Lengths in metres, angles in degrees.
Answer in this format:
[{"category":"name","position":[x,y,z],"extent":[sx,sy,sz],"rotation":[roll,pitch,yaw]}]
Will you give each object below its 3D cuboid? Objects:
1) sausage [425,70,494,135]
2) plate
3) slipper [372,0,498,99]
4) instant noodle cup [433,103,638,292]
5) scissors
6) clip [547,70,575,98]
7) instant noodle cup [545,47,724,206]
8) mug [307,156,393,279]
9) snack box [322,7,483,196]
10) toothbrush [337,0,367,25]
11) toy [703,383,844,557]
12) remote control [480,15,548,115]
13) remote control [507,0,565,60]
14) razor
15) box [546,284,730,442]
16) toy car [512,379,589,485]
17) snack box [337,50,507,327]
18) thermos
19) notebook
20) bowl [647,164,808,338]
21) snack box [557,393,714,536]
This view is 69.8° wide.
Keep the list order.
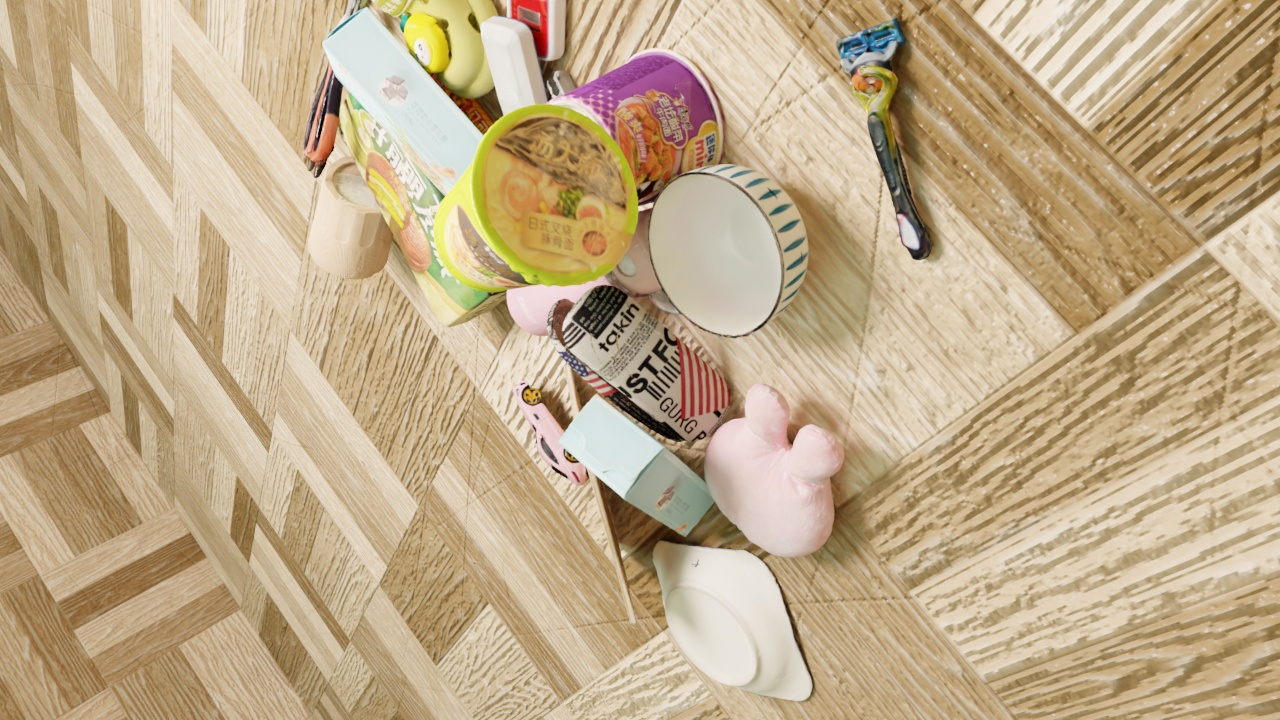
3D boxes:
[{"category":"sausage","position":[-0.145,-0.214,0.817],"extent":[0.165,0.021,0.022],"rotation":[52,142,9]},{"category":"plate","position":[0.075,0.252,0.867],"extent":[0.165,0.034,0.163],"rotation":[-6,109,49]},{"category":"slipper","position":[-0.185,-0.304,0.758],"extent":[0.092,0.081,0.190],"rotation":[-19,97,54]},{"category":"instant noodle cup","position":[-0.079,-0.093,0.604],"extent":[0.124,0.111,0.111],"rotation":[-12,104,59]},{"category":"scissors","position":[-0.279,-0.273,0.854],"extent":[0.209,0.015,0.185],"rotation":[-25,62,53]},{"category":"clip","position":[-0.057,-0.201,0.726],"extent":[0.038,0.026,0.058],"rotation":[-24,90,44]},{"category":"instant noodle cup","position":[-0.013,-0.154,0.649],"extent":[0.112,0.099,0.112],"rotation":[26,132,33]},{"category":"mug","position":[-0.298,-0.165,0.969],"extent":[0.104,0.084,0.124],"rotation":[126,147,-48]},{"category":"snack box","position":[-0.189,-0.206,0.778],"extent":[0.175,0.051,0.074],"rotation":[47,171,-5]},{"category":"toothbrush","position":[-0.268,-0.347,0.873],"extent":[0.192,0.016,0.018],"rotation":[-26,83,52]},{"category":"toy","position":[0.104,0.087,0.708],"extent":[0.121,0.054,0.160],"rotation":[42,145,20]},{"category":"remote control","position":[-0.097,-0.214,0.746],"extent":[0.049,0.024,0.125],"rotation":[28,146,36]},{"category":"remote control","position":[-0.079,-0.298,0.691],"extent":[0.056,0.020,0.136],"rotation":[33,135,31]},{"category":"razor","position":[0.149,-0.126,0.549],"extent":[0.043,0.022,0.143],"rotation":[0,114,50]},{"category":"box","position":[-0.008,0.006,0.738],"extent":[0.163,0.076,0.087],"rotation":[38,170,-28]},{"category":"toy car","position":[-0.092,0.075,0.922],"extent":[0.122,0.037,0.056],"rotation":[53,166,11]},{"category":"snack box","position":[-0.198,-0.159,0.878],"extent":[0.115,0.063,0.240],"rotation":[-23,95,54]},{"category":"thermos","position":[-0.029,-0.063,0.754],"extent":[0.199,0.067,0.087],"rotation":[-16,108,50]},{"category":"notebook","position":[-0.038,0.122,0.860],"extent":[0.147,0.008,0.208],"rotation":[-114,9,-69]},{"category":"bowl","position":[0.068,-0.081,0.631],"extent":[0.116,0.066,0.117],"rotation":[26,130,35]},{"category":"snack box","position":[0.003,0.091,0.754],"extent":[0.074,0.051,0.175],"rotation":[37,176,27]}]
